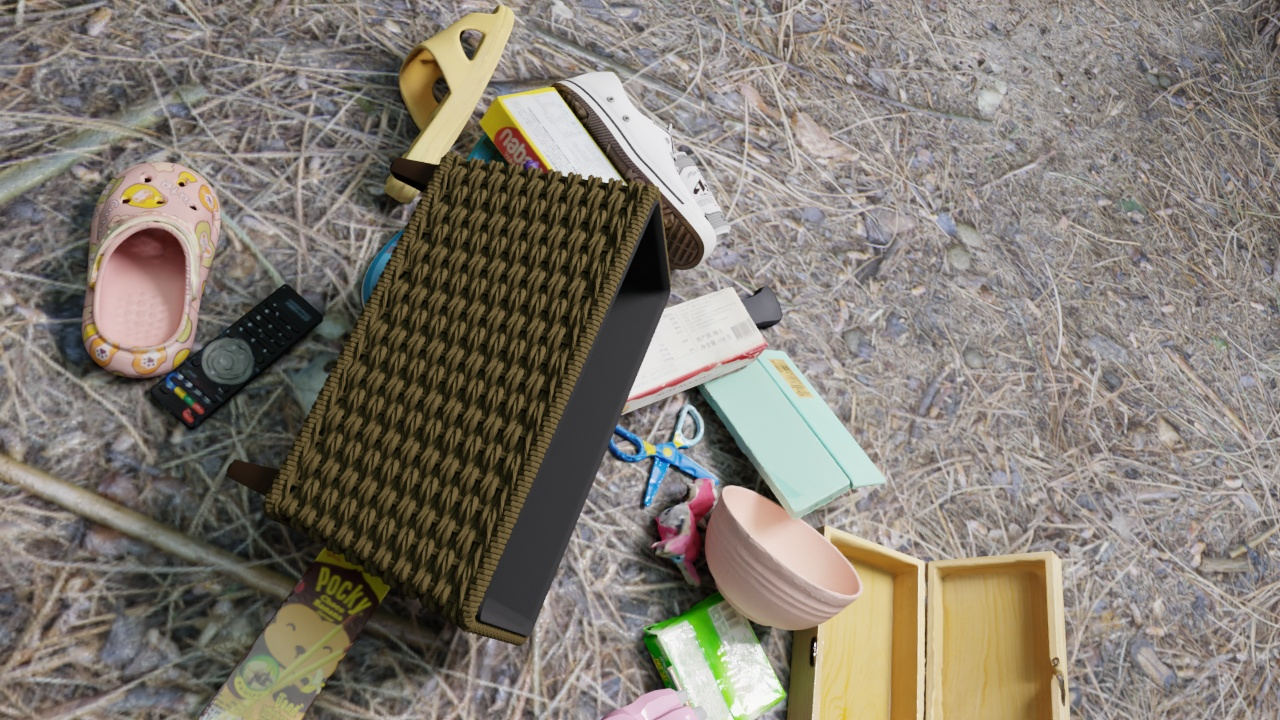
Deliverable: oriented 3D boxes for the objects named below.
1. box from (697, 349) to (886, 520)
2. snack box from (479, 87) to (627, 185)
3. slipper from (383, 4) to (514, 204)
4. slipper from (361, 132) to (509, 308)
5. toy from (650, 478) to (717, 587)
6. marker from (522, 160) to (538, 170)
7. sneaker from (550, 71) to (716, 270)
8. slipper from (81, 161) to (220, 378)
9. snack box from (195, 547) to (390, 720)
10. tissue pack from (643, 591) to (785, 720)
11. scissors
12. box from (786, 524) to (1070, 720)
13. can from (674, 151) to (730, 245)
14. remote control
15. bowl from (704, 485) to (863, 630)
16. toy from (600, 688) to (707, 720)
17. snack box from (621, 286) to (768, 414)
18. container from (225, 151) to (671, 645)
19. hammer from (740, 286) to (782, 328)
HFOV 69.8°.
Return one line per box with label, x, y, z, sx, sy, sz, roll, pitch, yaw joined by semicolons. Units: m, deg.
box;0.153;0.062;0.925;0.138;0.055;0.187;-18;57;-29
snack box;-0.068;-0.183;0.929;0.200;0.042;0.091;53;41;4
slipper;-0.199;-0.271;0.906;0.078;0.100;0.262;32;58;-22
slipper;-0.156;-0.135;0.885;0.118;0.060;0.294;34;54;-13
toy;0.040;0.153;0.853;0.065;0.050;0.102;61;41;-35
marker;-0.094;-0.130;0.902;0.015;0.018;0.134;-18;111;-16
sneaker;0.008;-0.211;0.990;0.097;0.091;0.245;-33;79;-32
slipper;-0.388;-0.085;0.722;0.093;0.082;0.197;9;62;-23
snack box;-0.252;0.213;0.675;0.061;0.026;0.148;36;54;-8
tissue pack;0.064;0.271;0.807;0.099;0.034;0.114;-17;73;-32
scissors;0.024;0.089;0.894;0.125;0.013;0.126;32;57;-9
box;0.261;0.295;0.847;0.253;0.119;0.247;2;58;16
can;0.060;-0.179;1.029;0.043;0.044;0.106;-20;76;-34
remote control;-0.327;-0.004;0.752;0.045;0.021;0.140;42;59;-1
bowl;0.115;0.188;0.824;0.153;0.076;0.153;31;12;-8
toy;-0.013;0.326;0.713;0.157;0.067;0.123;-27;98;-15
snack box;-0.005;0.005;0.858;0.272;0.044;0.076;-21;73;-32
container;-0.130;0.016;0.688;0.205;0.176;0.320;19;73;12
hammer;0.021;-0.034;0.941;0.311;0.035;0.139;-15;77;-33
